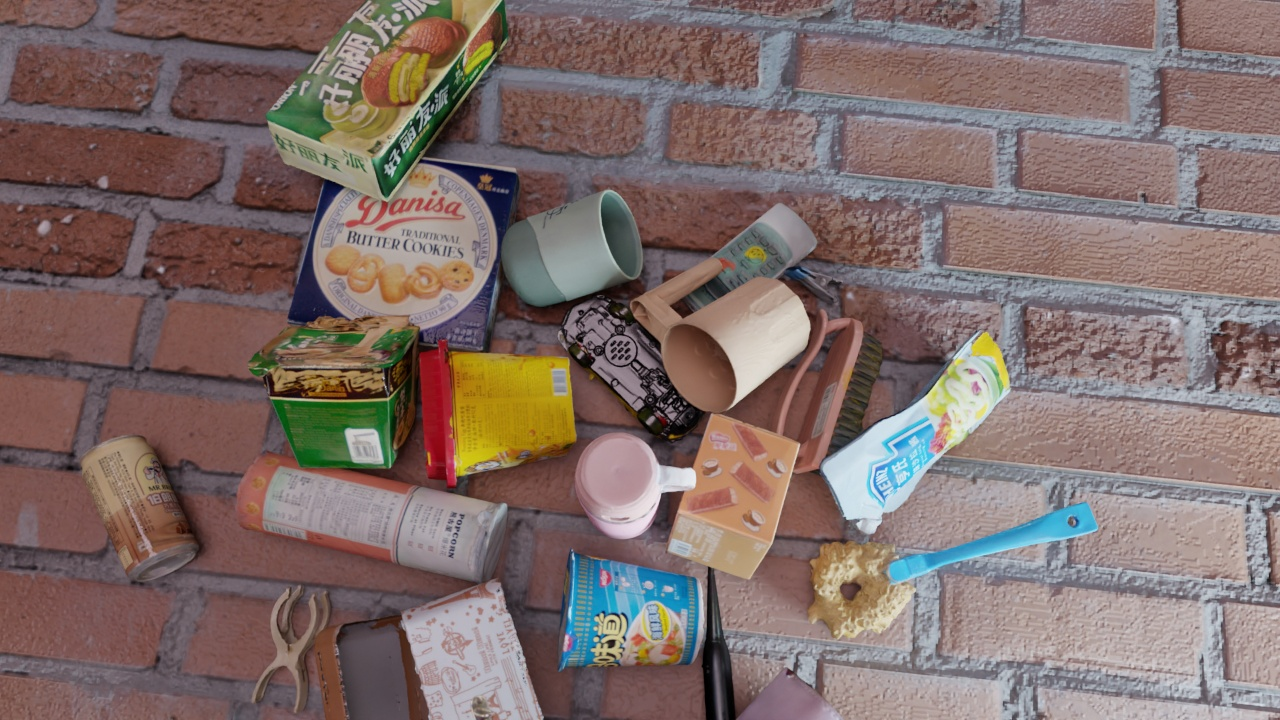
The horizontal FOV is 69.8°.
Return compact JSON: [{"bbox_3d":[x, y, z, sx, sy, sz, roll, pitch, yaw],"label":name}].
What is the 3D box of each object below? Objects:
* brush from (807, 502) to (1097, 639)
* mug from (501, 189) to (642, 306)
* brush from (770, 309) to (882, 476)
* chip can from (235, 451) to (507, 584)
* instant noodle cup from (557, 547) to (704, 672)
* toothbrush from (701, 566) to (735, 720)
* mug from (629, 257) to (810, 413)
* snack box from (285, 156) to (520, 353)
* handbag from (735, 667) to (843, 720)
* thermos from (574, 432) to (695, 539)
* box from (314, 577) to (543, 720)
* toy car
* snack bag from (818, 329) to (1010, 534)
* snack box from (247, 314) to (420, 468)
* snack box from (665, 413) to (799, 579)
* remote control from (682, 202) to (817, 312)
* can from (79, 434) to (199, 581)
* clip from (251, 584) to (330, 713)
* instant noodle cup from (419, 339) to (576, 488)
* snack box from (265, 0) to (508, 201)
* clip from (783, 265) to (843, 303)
[{"bbox_3d":[0.259,0.167,0.772,0.255,0.046,0.083,-17,74,2],"label":"brush"},{"bbox_3d":[-0.059,-0.104,0.829,0.106,0.111,0.082,-16,113,24],"label":"mug"},{"bbox_3d":[0.164,0.028,0.805,0.073,0.063,0.145,22,76,-4],"label":"brush"},{"bbox_3d":[-0.226,0.133,0.778,0.215,0.071,0.071,12,76,4],"label":"chip can"},{"bbox_3d":[-0.008,0.209,0.749,0.110,0.099,0.099,7,75,-7],"label":"instant noodle cup"},{"bbox_3d":[0.063,0.254,0.766,0.027,0.026,0.212,0,75,-14],"label":"toothbrush"},{"bbox_3d":[0.069,-0.029,0.786,0.103,0.084,0.124,-32,68,-35],"label":"mug"},{"bbox_3d":[-0.215,-0.100,0.853,0.178,0.046,0.182,8,76,3],"label":"snack box"},{"bbox_3d":[0.089,0.353,0.685,0.197,0.098,0.145,-38,100,-10],"label":"handbag"},{"bbox_3d":[-0.006,0.101,0.719,0.087,0.199,0.067,2,74,-1],"label":"thermos"},{"bbox_3d":[-0.164,0.277,0.703,0.157,0.149,0.181,-15,75,-19],"label":"box"},{"bbox_3d":[-0.005,0.005,0.823,0.156,0.041,0.071,42,79,5],"label":"toy car"},{"bbox_3d":[0.236,0.063,0.780,0.190,0.110,0.039,-41,48,-12],"label":"snack bag"},{"bbox_3d":[-0.242,0.030,0.768,0.118,0.117,0.106,-1,112,3],"label":"snack box"},{"bbox_3d":[0.075,0.113,0.758,0.077,0.093,0.094,18,60,5],"label":"snack box"},{"bbox_3d":[0.100,-0.089,0.859,0.135,0.019,0.056,-39,78,-9],"label":"remote control"},{"bbox_3d":[-0.431,0.126,0.789,0.058,0.058,0.116,-30,77,-7],"label":"can"},{"bbox_3d":[-0.282,0.242,0.771,0.076,0.034,0.103,2,80,1],"label":"clip"},{"bbox_3d":[-0.123,0.044,0.786,0.123,0.116,0.116,-4,76,-13],"label":"instant noodle cup"},{"bbox_3d":[-0.228,-0.267,0.859,0.114,0.063,0.239,23,64,10],"label":"snack box"},{"bbox_3d":[0.161,-0.075,0.846,0.056,0.024,0.027,23,78,-18],"label":"clip"}]
